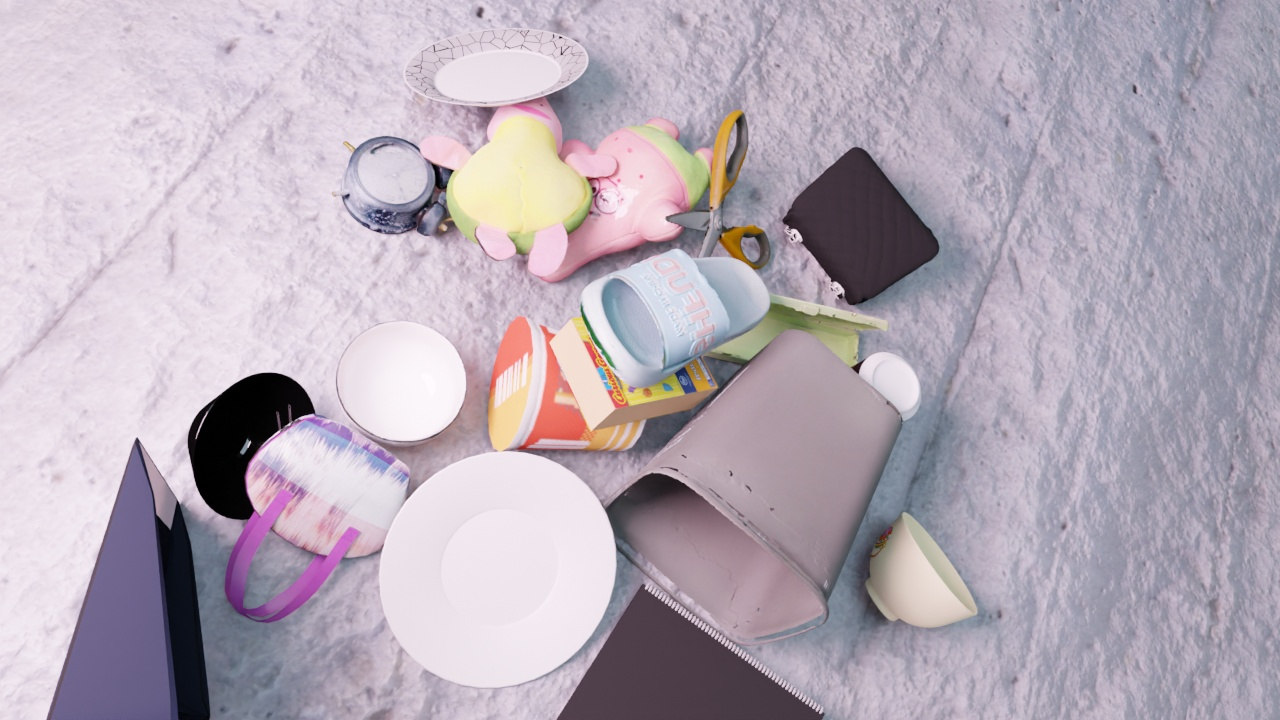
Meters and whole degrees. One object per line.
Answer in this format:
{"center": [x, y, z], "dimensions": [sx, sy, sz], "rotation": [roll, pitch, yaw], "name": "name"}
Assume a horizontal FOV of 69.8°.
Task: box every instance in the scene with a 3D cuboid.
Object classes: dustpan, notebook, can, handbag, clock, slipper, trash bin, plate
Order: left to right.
{"center": [-0.328, 0.217, 0.632], "dimensions": [0.080, 0.237, 0.272], "rotation": [13, 68, -16], "name": "dustpan"}
{"center": [-0.282, 0.137, 0.769], "dimensions": [0.144, 0.068, 0.169], "rotation": [40, 72, -32], "name": "handbag"}
{"center": [-0.233, -0.169, 0.902], "dimensions": [0.129, 0.052, 0.090], "rotation": [12, 68, -20], "name": "clock"}
{"center": [-0.148, -0.299, 0.949], "dimensions": [0.188, 0.016, 0.188], "rotation": [-1, 41, 1], "name": "plate"}
{"center": [-0.123, 0.184, 0.812], "dimensions": [0.208, 0.015, 0.208], "rotation": [-1, 92, -18], "name": "plate"}
{"center": [0.042, -0.053, 0.809], "dimensions": [0.244, 0.074, 0.104], "rotation": [-21, 73, -47], "name": "slipper"}
{"center": [0.050, 0.320, 0.829], "dimensions": [0.206, 0.016, 0.148], "rotation": [35, 58, 4], "name": "notebook"}
{"center": [0.114, 0.109, 0.858], "dimensions": [0.197, 0.198, 0.219], "rotation": [41, 58, -1], "name": "trash bin"}
{"center": [0.242, -0.145, 1.056], "dimensions": [0.125, 0.115, 0.153], "rotation": [-37, 90, -3], "name": "handbag"}
{"center": [0.226, 0.043, 0.947], "dimensions": [0.072, 0.129, 0.071], "rotation": [6, 70, -18], "name": "can"}

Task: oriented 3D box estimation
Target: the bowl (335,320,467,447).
{"center": [-0.218, 0.027, 0.832], "dimensions": [0.113, 0.063, 0.113], "rotation": [6, 70, -17], "name": "bowl"}

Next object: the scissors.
{"center": [0.085, -0.159, 0.947], "dimensions": [0.224, 0.016, 0.225], "rotation": [-1, 94, -57], "name": "scissors"}

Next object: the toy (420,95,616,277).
{"center": [-0.118, -0.178, 0.903], "dimensions": [0.190, 0.088, 0.237], "rotation": [0, 54, -8], "name": "toy"}

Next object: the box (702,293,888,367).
{"center": [0.157, -0.022, 0.985], "dimensions": [0.188, 0.091, 0.083], "rotation": [12, 92, -12], "name": "box"}

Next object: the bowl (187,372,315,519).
{"center": [-0.337, 0.066, 0.769], "dimensions": [0.053, 0.124, 0.123], "rotation": [11, 62, 26], "name": "bowl"}

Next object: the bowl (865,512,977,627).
{"center": [0.271, 0.223, 0.926], "dimensions": [0.074, 0.117, 0.118], "rotation": [-39, 87, 16], "name": "bowl"}

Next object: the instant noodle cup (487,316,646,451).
{"center": [-0.065, 0.031, 0.860], "dimensions": [0.121, 0.124, 0.123], "rotation": [10, 69, -24], "name": "instant noodle cup"}

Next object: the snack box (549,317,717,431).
{"center": [-0.005, 0.005, 0.814], "dimensions": [0.125, 0.040, 0.088], "rotation": [-9, 65, -43], "name": "snack box"}

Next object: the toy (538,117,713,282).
{"center": [-0.024, -0.168, 0.952], "dimensions": [0.236, 0.097, 0.192], "rotation": [-43, 57, -14], "name": "toy"}
